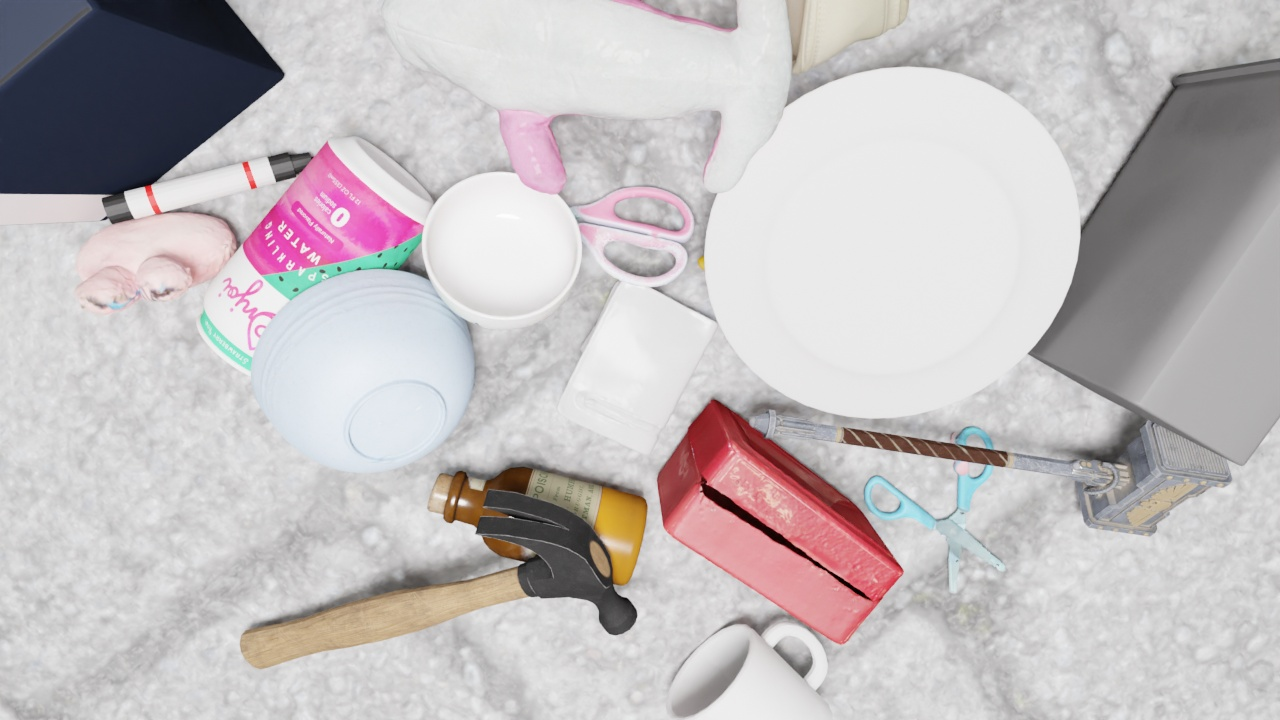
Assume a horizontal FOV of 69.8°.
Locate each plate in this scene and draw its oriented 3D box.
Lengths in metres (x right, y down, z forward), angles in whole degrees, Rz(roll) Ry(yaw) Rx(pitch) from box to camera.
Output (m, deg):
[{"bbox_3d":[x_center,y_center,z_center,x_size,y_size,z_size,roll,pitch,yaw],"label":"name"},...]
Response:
[{"bbox_3d":[0.163,-0.066,0.603,0.242,0.016,0.243,2,115,4],"label":"plate"}]

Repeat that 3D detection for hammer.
[{"bbox_3d":[-0.167,0.178,0.670,0.306,0.040,0.132,-18,123,18],"label":"hammer"},{"bbox_3d":[0.237,0.067,0.658,0.322,0.044,0.099,9,146,-4],"label":"hammer"}]

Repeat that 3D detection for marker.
[{"bbox_3d":[-0.292,-0.123,0.637,0.145,0.019,0.019,-19,101,-17],"label":"marker"}]

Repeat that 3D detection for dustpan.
[{"bbox_3d":[-0.300,-0.192,0.531,0.273,0.236,0.080,-36,98,6],"label":"dustpan"}]

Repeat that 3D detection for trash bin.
[{"bbox_3d":[0.366,-0.069,0.589,0.097,0.191,0.220,29,101,-6],"label":"trash bin"}]

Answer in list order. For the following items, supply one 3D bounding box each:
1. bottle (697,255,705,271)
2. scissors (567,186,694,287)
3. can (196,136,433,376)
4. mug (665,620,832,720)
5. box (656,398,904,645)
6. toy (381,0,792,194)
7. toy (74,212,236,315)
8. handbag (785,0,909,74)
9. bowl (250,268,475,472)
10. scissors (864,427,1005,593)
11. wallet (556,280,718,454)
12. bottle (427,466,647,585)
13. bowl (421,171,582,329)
[{"bbox_3d":[0.108,-0.042,0.659,0.146,0.051,0.051,24,100,-5],"label":"bottle"},{"bbox_3d":[-0.048,-0.099,0.658,0.174,0.017,0.076,13,79,1],"label":"scissors"},{"bbox_3d":[-0.222,-0.068,0.631,0.088,0.088,0.166,41,98,-8],"label":"can"},{"bbox_3d":[0.093,0.256,0.702,0.121,0.091,0.090,-46,99,-10],"label":"mug"},{"bbox_3d":[0.097,0.107,0.650,0.158,0.129,0.087,34,97,-7],"label":"box"},{"bbox_3d":[-0.030,-0.208,0.584,0.266,0.127,0.187,15,126,13],"label":"toy"},{"bbox_3d":[-0.334,-0.064,0.624,0.108,0.105,0.053,-11,122,-6],"label":"toy"},{"bbox_3d":[0.107,-0.316,0.550,0.132,0.184,0.229,-26,84,1],"label":"handbag"},{"bbox_3d":[-0.174,0.021,0.617,0.150,0.075,0.151,-20,135,-22],"label":"bowl"},{"bbox_3d":[0.229,0.119,0.713,0.126,0.015,0.136,-1,96,0],"label":"scissors"},{"bbox_3d":[-0.004,0.004,0.677,0.086,0.032,0.116,30,91,-8],"label":"wallet"},{"bbox_3d":[-0.078,0.116,0.680,0.157,0.067,0.068,15,100,-4],"label":"bottle"},{"bbox_3d":[-0.093,-0.069,0.622,0.105,0.054,0.104,2,74,-7],"label":"bowl"}]
